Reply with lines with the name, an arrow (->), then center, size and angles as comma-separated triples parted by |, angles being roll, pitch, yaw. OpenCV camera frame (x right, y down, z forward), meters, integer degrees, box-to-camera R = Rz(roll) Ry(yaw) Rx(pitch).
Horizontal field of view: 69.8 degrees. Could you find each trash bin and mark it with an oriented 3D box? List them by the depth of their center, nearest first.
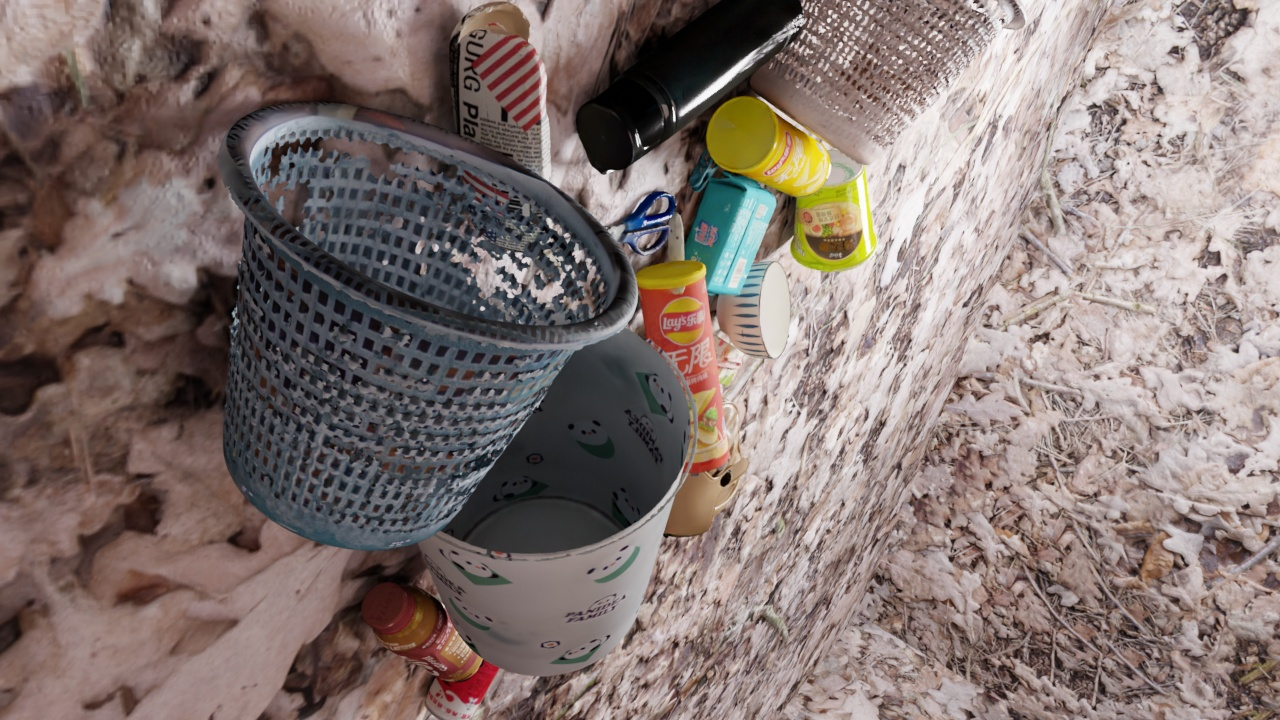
trash bin -> -0.144, -0.008, 0.532 | 0.226, 0.226, 0.195 | -18, 144, -55
trash bin -> -0.080, 0.122, 0.746 | 0.228, 0.230, 0.252 | -43, 154, -33
trash bin -> 0.220, -0.309, 0.894 | 0.192, 0.227, 0.227 | -55, 156, 17

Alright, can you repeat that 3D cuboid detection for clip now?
clip -> 0.067, -0.195, 0.924 | 0.056, 0.014, 0.039 | -59, 154, -10

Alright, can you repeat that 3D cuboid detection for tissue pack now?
tissue pack -> 0.092, -0.135, 0.985 | 0.093, 0.050, 0.133 | 0, 115, -60

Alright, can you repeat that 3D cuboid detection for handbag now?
handbag -> 0.070, 0.132, 1.151 | 0.147, 0.100, 0.205 | -45, 146, -25

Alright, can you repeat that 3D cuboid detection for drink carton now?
drink carton -> 0.084, -0.004, 1.106 | 0.053, 0.045, 0.122 | -64, 155, 3

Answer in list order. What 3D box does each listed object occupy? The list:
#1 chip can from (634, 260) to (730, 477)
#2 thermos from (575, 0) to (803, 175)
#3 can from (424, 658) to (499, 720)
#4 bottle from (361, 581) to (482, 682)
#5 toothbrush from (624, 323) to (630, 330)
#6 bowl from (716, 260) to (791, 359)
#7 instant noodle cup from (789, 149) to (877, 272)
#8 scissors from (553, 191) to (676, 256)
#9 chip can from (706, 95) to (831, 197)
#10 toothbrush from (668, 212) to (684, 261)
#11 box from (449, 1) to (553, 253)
chip can -> 0.045, 0.009, 0.938 | 0.073, 0.073, 0.217 | -33, 121, -44
thermos -> 0.041, -0.242, 0.785 | 0.241, 0.068, 0.090 | -44, 175, -29
can -> -0.167, 0.303, 0.941 | 0.132, 0.053, 0.053 | -60, 154, -3
bottle -> -0.195, 0.244, 0.828 | 0.057, 0.057, 0.175 | -53, 153, -18
toothbrush -> -0.006, 0.006, 0.973 | 0.027, 0.026, 0.225 | -42, 149, -20
bowl -> 0.132, -0.060, 1.094 | 0.116, 0.066, 0.116 | -6, 96, -63
instant noodle cup -> 0.239, -0.192, 1.148 | 0.111, 0.112, 0.123 | -46, 142, -29
scissors -> -0.019, -0.127, 0.839 | 0.174, 0.012, 0.108 | 13, 106, -62
chip can -> 0.139, -0.215, 0.953 | 0.213, 0.072, 0.072 | -4, 118, -65
toothbrush -> 0.041, -0.065, 0.962 | 0.017, 0.016, 0.188 | -64, 153, -61
box -> -0.085, -0.146, 0.613 | 0.076, 0.088, 0.163 | -26, 142, -28
